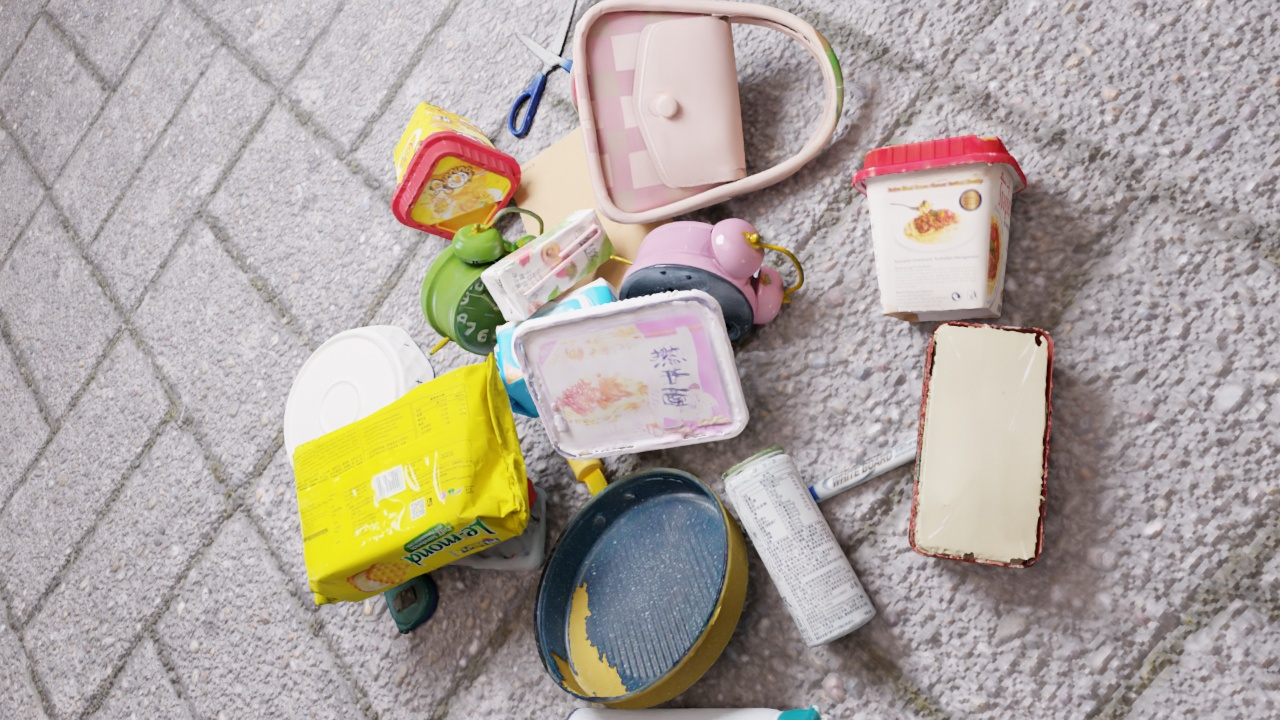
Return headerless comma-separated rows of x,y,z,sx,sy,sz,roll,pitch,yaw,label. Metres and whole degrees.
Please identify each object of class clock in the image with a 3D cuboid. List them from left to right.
-0.144,-0.075,0.895,0.056,0.116,0.161,40,114,39,clock
0.060,-0.068,0.783,0.159,0.117,0.059,-5,54,29,clock

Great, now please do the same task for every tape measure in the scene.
-0.230,0.237,0.917,0.055,0.025,0.058,-39,61,16,tape measure

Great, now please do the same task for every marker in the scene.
0.175,0.089,0.726,0.146,0.017,0.017,-29,63,20,marker

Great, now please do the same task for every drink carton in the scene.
-0.083,-0.090,0.857,0.122,0.053,0.046,-39,24,-26,drink carton

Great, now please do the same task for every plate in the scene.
-0.317,0.057,1.010,0.205,0.045,0.204,-10,70,28,plate

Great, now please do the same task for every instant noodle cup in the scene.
-0.206,-0.205,0.981,0.116,0.116,0.123,-52,44,26,instant noodle cup
-0.005,0.004,0.764,0.174,0.138,0.060,-11,27,15,instant noodle cup
0.229,-0.095,0.700,0.117,0.116,0.124,-2,87,30,instant noodle cup

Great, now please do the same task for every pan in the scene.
-0.033,0.128,0.799,0.198,0.078,0.357,-39,38,12,pan

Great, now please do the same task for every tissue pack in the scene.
-0.073,-0.012,0.853,0.140,0.063,0.089,-25,45,12,tissue pack

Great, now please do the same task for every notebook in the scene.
-0.048,-0.149,0.933,0.150,0.012,0.211,-31,62,18,notebook

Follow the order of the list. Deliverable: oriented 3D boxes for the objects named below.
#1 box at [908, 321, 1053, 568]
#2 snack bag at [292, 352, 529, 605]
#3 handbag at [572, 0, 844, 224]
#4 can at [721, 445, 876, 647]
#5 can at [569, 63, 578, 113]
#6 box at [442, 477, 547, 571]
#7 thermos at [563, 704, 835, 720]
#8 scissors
0.239,0.059,0.651,0.091,0.077,0.168,6,78,16,box
-0.210,0.109,0.811,0.247,0.068,0.158,-26,66,21,snack bag
0.061,-0.227,0.817,0.234,0.093,0.193,-6,101,12,handbag
0.120,0.142,0.705,0.058,0.058,0.146,-34,72,18,can
-0.016,-0.272,0.910,0.094,0.066,0.066,6,79,24,can
-0.185,0.163,0.895,0.202,0.095,0.098,-3,109,30,box
0.047,0.306,0.710,0.225,0.073,0.073,-11,70,27,thermos
-0.094,-0.322,1.010,0.162,0.012,0.174,19,84,34,scissors
